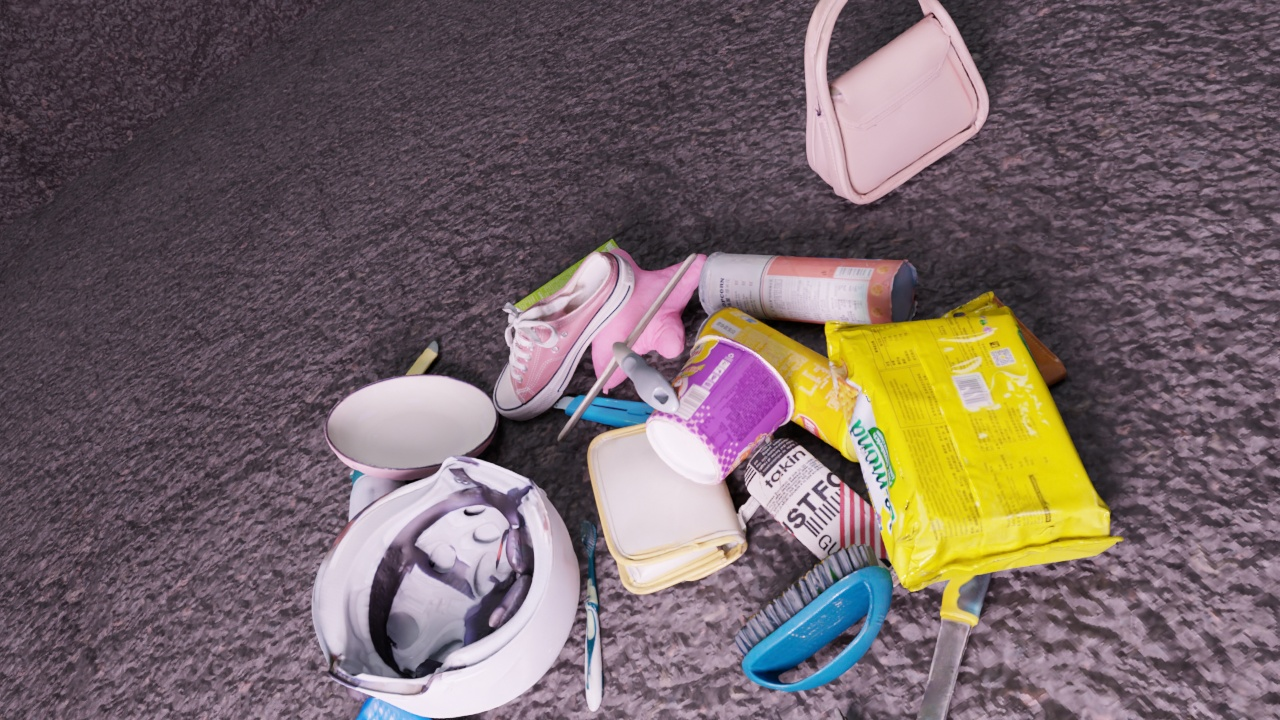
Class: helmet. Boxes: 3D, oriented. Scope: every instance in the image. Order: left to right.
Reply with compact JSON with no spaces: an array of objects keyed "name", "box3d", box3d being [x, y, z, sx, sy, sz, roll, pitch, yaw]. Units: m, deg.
[{"name":"helmet","box3d":[-0.160,0.216,0.833,0.259,0.146,0.228,-7,48,35]}]

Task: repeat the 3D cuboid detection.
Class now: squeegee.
[{"name":"squeegee","box3d":[-0.005,0.005,0.853,0.246,0.039,0.246,-54,16,5]}]

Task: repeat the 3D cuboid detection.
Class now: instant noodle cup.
[{"name":"instant noodle cup","box3d":[0.065,0.051,0.822,0.112,0.112,0.099,17,55,41]}]

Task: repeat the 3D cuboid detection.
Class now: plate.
[{"name":"plate","box3d":[-0.259,0.081,1.050,0.192,0.039,0.192,2,30,-2]}]

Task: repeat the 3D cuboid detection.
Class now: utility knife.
[{"name":"utility knife","box3d":[-0.309,0.035,1.188,0.031,0.018,0.151,18,62,47]},{"name":"utility knife","box3d":[-0.030,0.056,0.989,0.166,0.018,0.034,7,57,38]}]

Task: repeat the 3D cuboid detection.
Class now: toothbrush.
[{"name":"toothbrush","box3d":[-0.046,0.228,0.844,0.016,0.018,0.191,-20,44,16]}]

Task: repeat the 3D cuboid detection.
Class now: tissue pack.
[{"name":"tissue pack","box3d":[-0.209,0.356,0.808,0.157,0.052,0.094,14,63,40]}]

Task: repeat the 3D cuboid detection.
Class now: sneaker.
[{"name":"sneaker","box3d":[-0.106,-0.030,1.004,0.242,0.087,0.118,-49,47,27]}]

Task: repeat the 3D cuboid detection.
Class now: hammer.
[{"name":"hammer","box3d":[0.241,0.178,0.693,0.126,0.032,0.322,5,56,35]}]

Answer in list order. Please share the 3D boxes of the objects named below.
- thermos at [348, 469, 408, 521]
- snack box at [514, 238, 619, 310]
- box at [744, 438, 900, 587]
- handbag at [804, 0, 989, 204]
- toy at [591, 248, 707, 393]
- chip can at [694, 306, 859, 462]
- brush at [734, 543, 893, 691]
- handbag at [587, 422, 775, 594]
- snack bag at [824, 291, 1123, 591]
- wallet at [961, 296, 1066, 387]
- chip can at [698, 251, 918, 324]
[{"name":"thermos","box3d":[-0.280,0.191,0.992,0.073,0.073,0.224,-26,43,10]},{"name":"snack box","box3d":[-0.080,-0.081,1.137,0.156,0.026,0.085,-35,42,1]},{"name":"box","box3d":[0.153,0.126,0.765,0.074,0.064,0.164,-33,50,-23]},{"name":"handbag","box3d":[0.252,-0.301,0.965,0.193,0.234,0.093,-36,44,-1]},{"name":"toy","box3d":[-0.019,-0.047,1.035,0.195,0.074,0.178,8,70,39]},{"name":"chip can","box3d":[0.142,0.017,0.872,0.072,0.072,0.213,-45,43,-10]},{"name":"brush","box3d":[0.135,0.205,0.698,0.144,0.055,0.073,-45,43,22]},{"name":"handbag","box3d":[0.050,0.123,0.856,0.179,0.063,0.163,-16,44,-1]},{"name":"snack bag","box3d":[0.247,0.052,0.709,0.158,0.068,0.246,-10,52,1]},{"name":"wallet","box3d":[0.287,0.006,0.821,0.131,0.035,0.119,-31,48,5]},{"name":"chip can","box3d":[0.167,-0.072,0.936,0.215,0.071,0.071,7,57,37]}]
